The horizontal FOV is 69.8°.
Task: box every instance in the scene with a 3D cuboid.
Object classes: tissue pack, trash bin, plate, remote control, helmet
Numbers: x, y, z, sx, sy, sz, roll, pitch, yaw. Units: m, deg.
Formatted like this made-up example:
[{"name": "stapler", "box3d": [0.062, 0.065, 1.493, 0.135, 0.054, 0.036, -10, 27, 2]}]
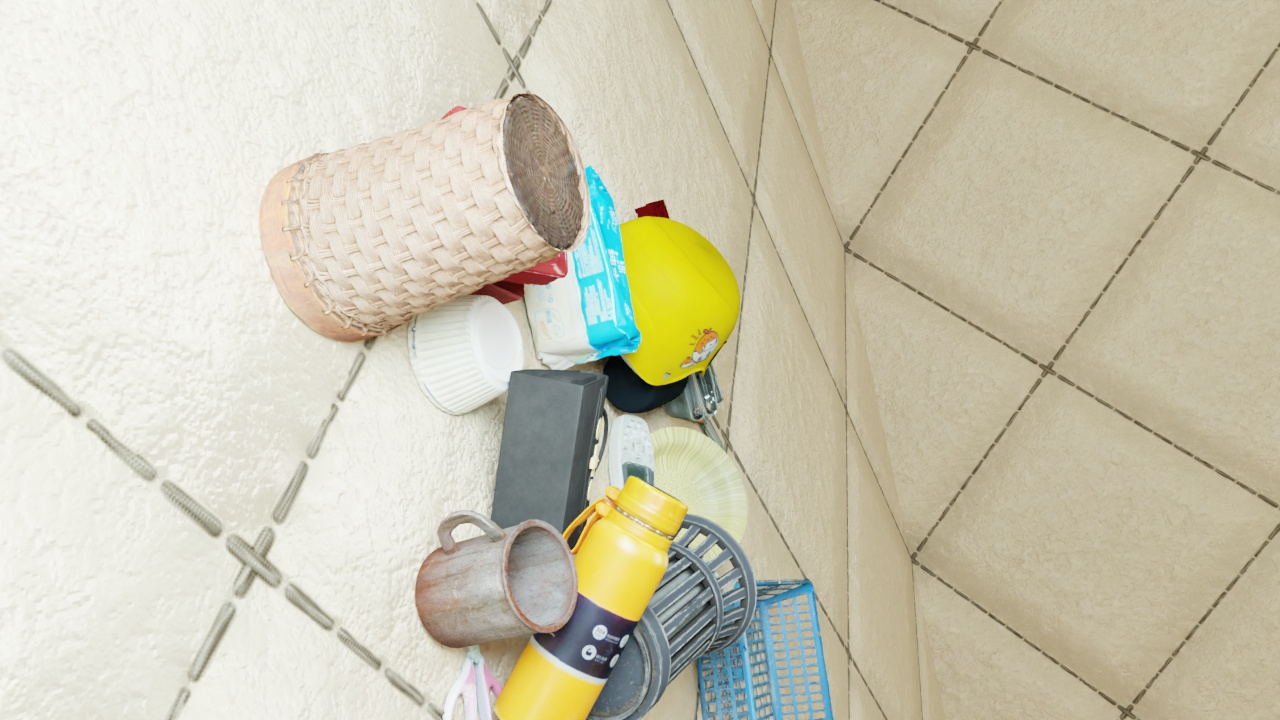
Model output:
[{"name": "tissue pack", "box3d": [-0.074, -0.100, 1.013, 0.066, 0.117, 0.209, -9, 86, -69]}, {"name": "trash bin", "box3d": [-0.160, -0.108, 0.705, 0.151, 0.210, 0.151, 40, 43, -53]}, {"name": "plate", "box3d": [0.054, 0.180, 1.193, 0.184, 0.036, 0.184, 15, 60, -27]}, {"name": "remote control", "box3d": [-0.011, 0.122, 1.130, 0.060, 0.028, 0.114, 21, 56, -37]}, {"name": "trash bin", "box3d": [0.004, 0.267, 0.952, 0.227, 0.165, 0.164, -12, 89, -63]}, {"name": "helmet", "box3d": [0.042, -0.095, 1.121, 0.209, 0.140, 0.239, 50, 33, 13]}]

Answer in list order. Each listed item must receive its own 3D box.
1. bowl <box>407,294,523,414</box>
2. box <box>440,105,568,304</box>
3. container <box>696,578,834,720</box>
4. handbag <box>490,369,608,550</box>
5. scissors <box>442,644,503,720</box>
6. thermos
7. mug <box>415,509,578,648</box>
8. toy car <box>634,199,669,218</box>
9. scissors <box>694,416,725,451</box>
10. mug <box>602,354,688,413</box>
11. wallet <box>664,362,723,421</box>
[{"name": "bowl", "box3d": [-0.155, -0.011, 0.851, 0.115, 0.063, 0.115, 43, 40, -52]}, {"name": "box", "box3d": [-0.161, -0.142, 0.886, 0.136, 0.127, 0.157, 11, 70, -43]}, {"name": "container", "box3d": [0.180, 0.452, 1.330, 0.362, 0.089, 0.257, 25, 55, -61]}, {"name": "handbag", "box3d": [-0.068, 0.095, 0.922, 0.195, 0.072, 0.176, -14, 114, -72]}, {"name": "scissors", "box3d": [-0.150, 0.258, 0.785, 0.101, 0.016, 0.178, 6, 73, -65]}, {"name": "thermos", "box3d": [-0.045, 0.211, 0.797, 0.232, 0.091, 0.076, -61, -172, -4]}, {"name": "mug", "box3d": [-0.128, 0.174, 0.754, 0.123, 0.110, 0.096, 59, 27, -17]}, {"name": "toy car", "box3d": [0.027, -0.142, 1.329, 0.070, 0.062, 0.170, -35, 110, -65]}, {"name": "scissors", "box3d": [0.093, 0.073, 1.424, 0.229, 0.016, 0.113, 54, 33, -43]}, {"name": "mug", "box3d": [-0.007, 0.007, 1.165, 0.121, 0.085, 0.094, 51, 25, 10]}, {"name": "wallet", "box3d": [0.060, 0.030, 1.259, 0.132, 0.054, 0.100, 178, -101, -70]}]
